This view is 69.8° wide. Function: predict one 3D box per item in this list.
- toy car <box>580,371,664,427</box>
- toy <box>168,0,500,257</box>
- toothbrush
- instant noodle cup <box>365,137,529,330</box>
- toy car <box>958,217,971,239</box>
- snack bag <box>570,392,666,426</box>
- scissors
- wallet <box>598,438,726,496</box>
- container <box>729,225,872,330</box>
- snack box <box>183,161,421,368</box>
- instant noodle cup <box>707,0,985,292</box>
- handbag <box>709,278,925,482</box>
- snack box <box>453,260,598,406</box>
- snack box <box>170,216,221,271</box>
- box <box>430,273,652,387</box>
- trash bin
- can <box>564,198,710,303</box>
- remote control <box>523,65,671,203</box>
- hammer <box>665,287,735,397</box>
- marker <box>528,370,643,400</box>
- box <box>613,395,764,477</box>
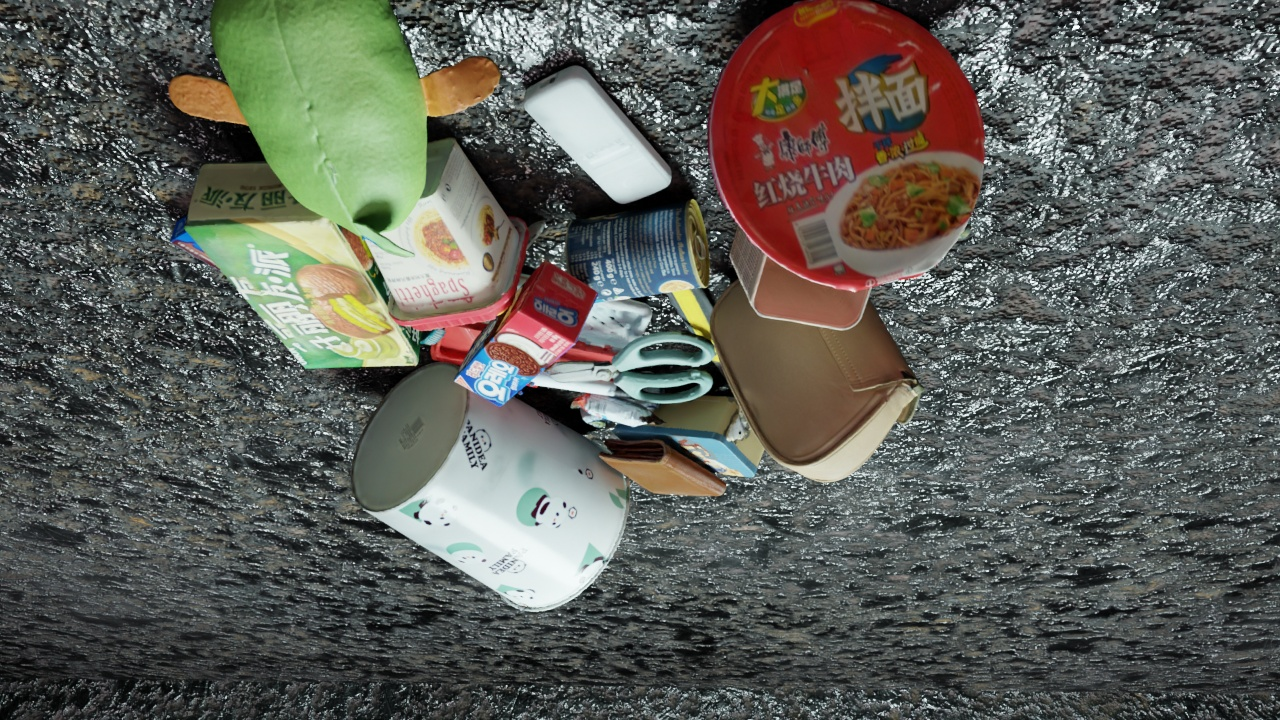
[{"bbox_3d":[-0.023,0.042,1.044,0.106,0.048,0.031,-15,148,25],"label":"toy car"},{"bbox_3d":[-0.205,-0.185,0.596,0.227,0.089,0.247,1,128,11],"label":"toy"},{"bbox_3d":[-0.148,-0.068,0.854,0.018,0.016,0.192,25,129,-38],"label":"toothbrush"},{"bbox_3d":[-0.166,-0.104,0.748,0.116,0.116,0.124,-8,137,16],"label":"instant noodle cup"},{"bbox_3d":[0.242,-0.107,0.790,0.043,0.034,0.091,18,144,-21],"label":"toy car"},{"bbox_3d":[-0.024,0.054,0.998,0.105,0.026,0.045,14,-178,22],"label":"snack bag"},{"bbox_3d":[-0.009,0.001,0.928,0.180,0.019,0.140,5,141,-8],"label":"scissors"},{"bbox_3d":[0.024,0.125,1.056,0.101,0.032,0.125,37,155,-31],"label":"wallet"},{"bbox_3d":[0.125,-0.091,0.727,0.090,0.110,0.090,8,115,-12],"label":"container"},{"bbox_3d":[-0.274,-0.073,0.788,0.114,0.063,0.240,-1,153,3],"label":"snack box"},{"bbox_3d":[0.131,-0.140,0.624,0.193,0.193,0.066,8,175,-11],"label":"instant noodle cup"},{"bbox_3d":[0.155,0.002,0.820,0.148,0.204,0.099,-37,144,23],"label":"handbag"},{"bbox_3d":[-0.108,-0.017,0.827,0.058,0.057,0.208,30,152,-15],"label":"snack box"},{"bbox_3d":[-0.327,-0.117,0.805,0.157,0.026,0.084,-18,145,29],"label":"snack box"},{"bbox_3d":[-0.104,-0.032,0.936,0.201,0.037,0.158,12,139,-16],"label":"box"},{"bbox_3d":[-0.178,0.141,1.065,0.230,0.229,0.252,-20,139,32],"label":"trash bin"},{"bbox_3d":[-0.003,-0.091,0.786,0.111,0.075,0.075,-8,149,16],"label":"can"},{"bbox_3d":[-0.030,-0.170,0.706,0.056,0.020,0.136,-18,144,28],"label":"remote control"},{"bbox_3d":[0.080,-0.018,0.954,0.126,0.031,0.323,-9,148,18],"label":"hammer"},{"bbox_3d":[-0.060,0.026,0.968,0.130,0.018,0.023,9,149,-19],"label":"marker"},{"bbox_3d":[0.052,0.083,1.045,0.185,0.059,0.090,-3,143,45],"label":"box"}]
